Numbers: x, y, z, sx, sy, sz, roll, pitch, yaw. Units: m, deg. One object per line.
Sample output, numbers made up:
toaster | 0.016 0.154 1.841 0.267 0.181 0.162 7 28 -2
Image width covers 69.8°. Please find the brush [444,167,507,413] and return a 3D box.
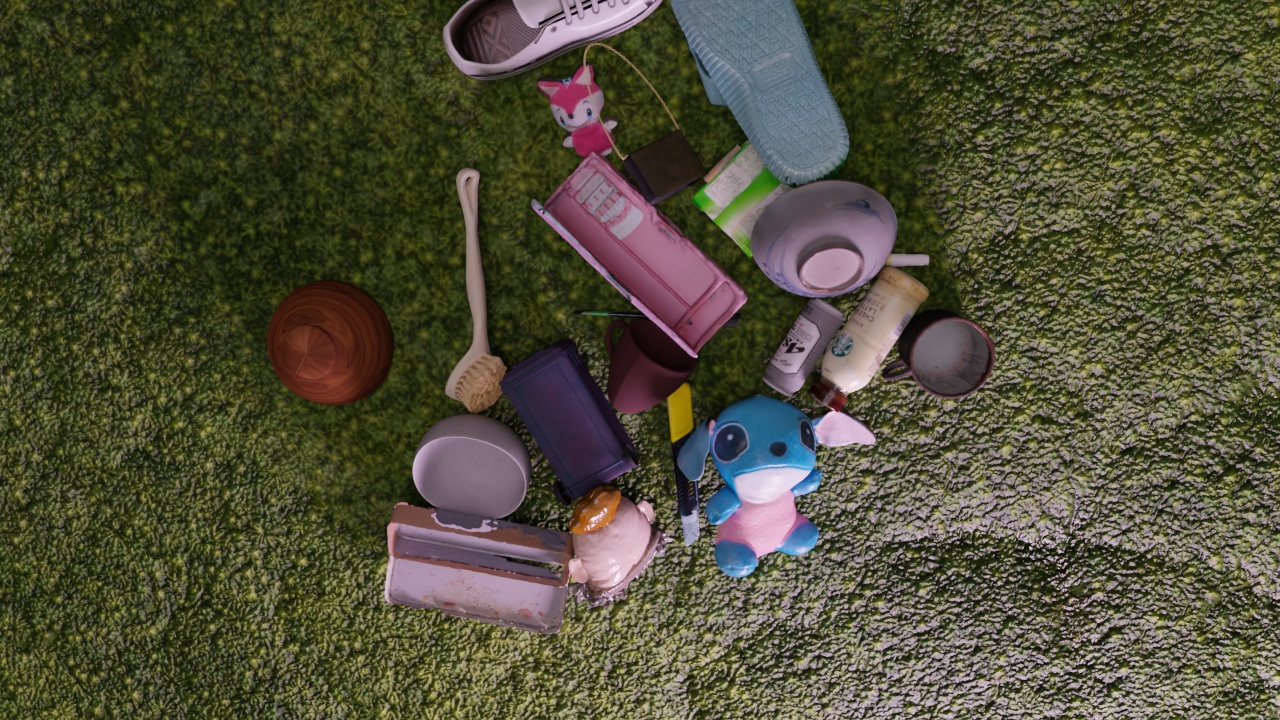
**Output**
brush | -0.186 -0.076 1.023 0.077 0.062 0.272 3 97 21

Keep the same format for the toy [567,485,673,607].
toy | -0.038 0.197 1.019 0.076 0.132 0.176 26 147 36

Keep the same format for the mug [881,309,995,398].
mug | 0.307 -0.005 0.972 0.111 0.081 0.085 -21 98 9

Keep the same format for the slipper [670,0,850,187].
slipper | 0.124 -0.297 0.941 0.116 0.069 0.276 -27 83 6

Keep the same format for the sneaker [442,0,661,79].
sneaker | -0.093 -0.364 0.935 0.246 0.097 0.091 -18 99 9

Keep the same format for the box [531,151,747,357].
box | -0.002 -0.107 0.952 0.232 0.115 0.099 45 102 -2

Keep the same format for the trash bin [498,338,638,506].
trash bin | -0.079 0.063 1.018 0.094 0.092 0.161 -30 95 10

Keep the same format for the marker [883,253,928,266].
marker | 0.243 -0.108 0.993 0.132 0.014 0.014 0 101 6

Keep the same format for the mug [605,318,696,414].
mug | -0.006 0.006 1.016 0.114 0.087 0.089 50 123 26

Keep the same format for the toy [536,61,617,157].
toy | -0.063 -0.264 0.978 0.065 0.050 0.102 -24 103 5

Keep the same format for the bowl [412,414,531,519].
bowl | -0.187 0.113 1.043 0.132 0.064 0.132 3 127 4

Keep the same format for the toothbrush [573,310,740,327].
toothbrush | 0.018 -0.048 1.027 0.188 0.014 0.017 2 109 6

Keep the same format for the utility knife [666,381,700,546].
utility knife | 0.051 0.120 1.053 0.029 0.020 0.198 -3 99 8

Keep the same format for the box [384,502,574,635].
box | -0.189 0.245 1.076 0.216 0.063 0.157 10 113 -2

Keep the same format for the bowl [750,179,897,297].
bowl | 0.191 -0.109 0.936 0.150 0.056 0.151 -1 139 -1

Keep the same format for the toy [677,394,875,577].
toy | 0.147 0.132 1.011 0.223 0.099 0.191 -7 103 -21

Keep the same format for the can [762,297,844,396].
can | 0.177 -0.015 1.002 0.044 0.044 0.107 31 102 -1

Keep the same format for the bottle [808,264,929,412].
bottle | 0.240 -0.021 0.982 0.056 0.056 0.162 33 98 -1

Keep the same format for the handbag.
handbag | -0.006 -0.256 0.971 0.083 0.027 0.178 -32 91 -27

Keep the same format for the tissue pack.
tissue pack | 0.123 -0.181 0.981 0.114 0.034 0.099 -44 93 11

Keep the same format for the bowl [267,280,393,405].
bowl | -0.364 -0.015 1.043 0.147 0.068 0.147 1 101 5
